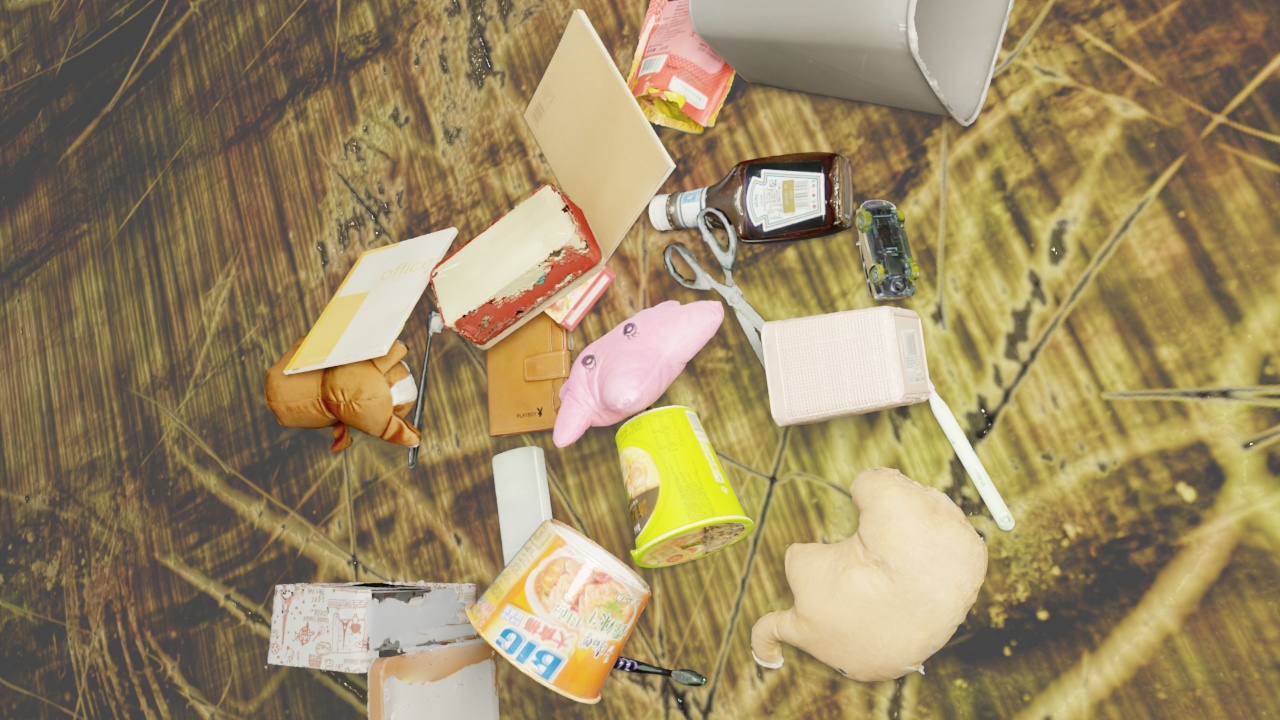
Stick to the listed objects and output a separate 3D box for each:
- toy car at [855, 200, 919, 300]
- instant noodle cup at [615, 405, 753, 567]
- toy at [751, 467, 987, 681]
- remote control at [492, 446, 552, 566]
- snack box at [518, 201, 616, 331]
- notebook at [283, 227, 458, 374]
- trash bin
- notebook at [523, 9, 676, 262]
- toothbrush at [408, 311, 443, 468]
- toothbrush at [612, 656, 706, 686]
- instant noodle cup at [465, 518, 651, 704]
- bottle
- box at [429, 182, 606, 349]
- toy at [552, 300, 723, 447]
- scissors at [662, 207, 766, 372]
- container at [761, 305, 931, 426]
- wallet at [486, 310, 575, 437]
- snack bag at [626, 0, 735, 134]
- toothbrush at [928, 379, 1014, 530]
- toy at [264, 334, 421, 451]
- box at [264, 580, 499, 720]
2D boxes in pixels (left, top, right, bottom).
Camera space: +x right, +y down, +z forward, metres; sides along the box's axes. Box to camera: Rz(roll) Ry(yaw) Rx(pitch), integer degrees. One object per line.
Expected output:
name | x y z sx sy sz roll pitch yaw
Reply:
toy car | 0.212 -0.096 0.803 0.035 0.042 0.090 141 122 -67
instant noodle cup | 0.030 0.112 0.839 0.112 0.111 0.123 -29 62 21
toy | 0.182 0.199 0.759 0.226 0.082 0.143 -51 59 16
remote control | -0.118 0.166 0.951 0.058 0.021 0.150 -15 75 25
snack box | -0.099 -0.101 0.960 0.075 0.025 0.153 -51 55 3
notebook | -0.296 -0.068 1.020 0.146 0.010 0.205 -9 41 27
trash bin | 0.182 -0.325 0.777 0.220 0.198 0.198 17 89 35
notebook | -0.051 -0.228 0.943 0.150 0.012 0.211 -50 60 45
toothbrush | -0.245 0.033 1.042 0.018 0.015 0.181 7 85 20
toothbrush | -0.023 0.292 0.887 0.189 0.016 0.014 2 77 30
instant noodle cup | -0.069 0.225 0.849 0.151 0.151 0.111 32 85 28
bottle | 0.101 -0.149 0.869 0.195 0.044 0.080 -1 91 29
box | -0.128 -0.094 0.910 0.168 0.077 0.091 -34 57 15
toy | -0.005 0.005 0.839 0.195 0.178 0.074 -38 106 9
scissors | 0.086 -0.065 0.859 0.163 0.014 0.166 19 115 37
container | 0.174 0.004 0.769 0.111 0.090 0.090 -10 83 35
wallet | -0.118 0.012 0.970 0.108 0.031 0.131 -8 79 29
snack bag | 0.059 -0.337 0.912 0.129 0.073 0.207 18 86 25
toothbrush | 0.259 0.055 0.768 0.029 0.020 0.189 -25 70 2
toy | -0.321 0.031 1.029 0.200 0.130 0.140 -1 110 39
box | -0.255 0.315 0.914 0.158 0.180 0.205 -10 78 25
